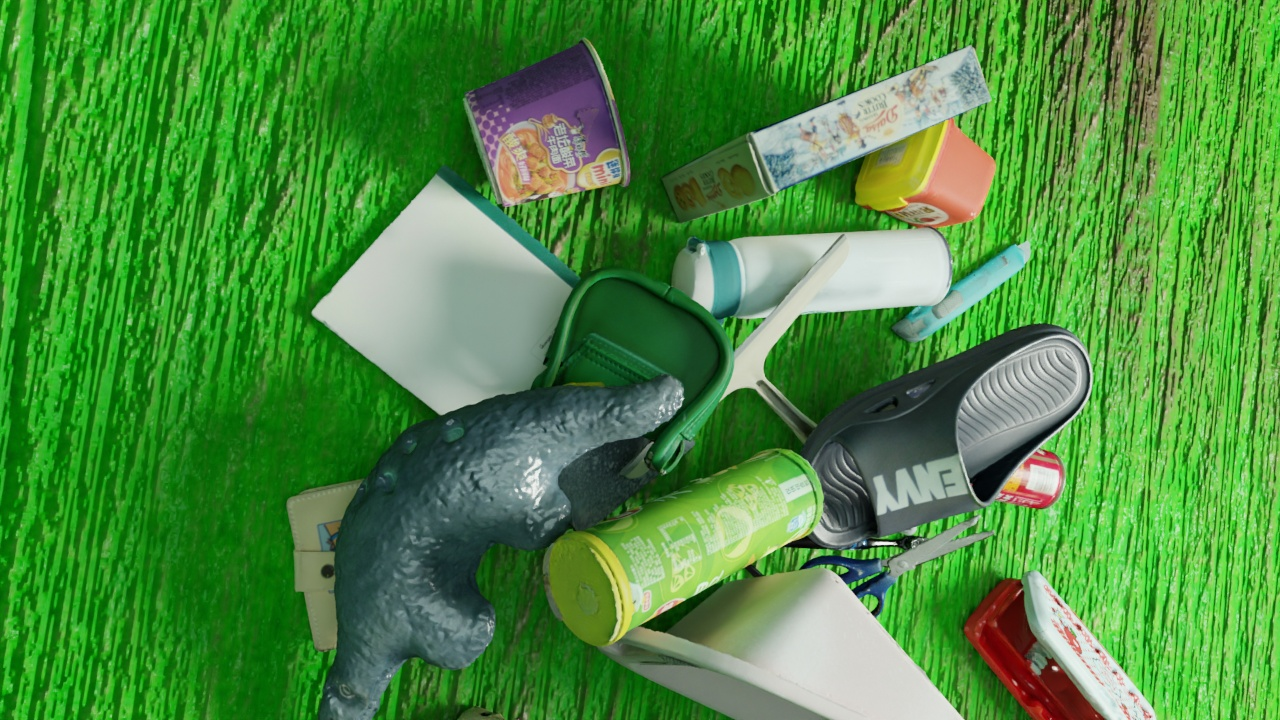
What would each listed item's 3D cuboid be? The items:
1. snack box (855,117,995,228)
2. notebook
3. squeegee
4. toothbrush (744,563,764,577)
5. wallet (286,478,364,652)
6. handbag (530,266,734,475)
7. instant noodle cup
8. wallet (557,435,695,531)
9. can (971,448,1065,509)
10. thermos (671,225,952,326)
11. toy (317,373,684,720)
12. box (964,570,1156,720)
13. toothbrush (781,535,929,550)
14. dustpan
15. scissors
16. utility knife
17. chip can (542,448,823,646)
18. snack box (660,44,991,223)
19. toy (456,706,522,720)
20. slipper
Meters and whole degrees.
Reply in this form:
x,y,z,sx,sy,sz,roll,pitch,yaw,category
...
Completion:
x,y,z,sx,sy,sz,roll,pitch,yaw,category
0.238,-0.154,0.762,0.080,0.091,0.082,23,83,-21,snack box
-0.114,-0.025,0.689,0.209,0.012,0.150,40,79,-7,notebook
0.146,0.065,0.750,0.246,0.039,0.246,42,92,-23,squeegee
0.125,0.205,0.758,0.189,0.016,0.014,43,104,-13,toothbrush
-0.206,0.145,0.663,0.087,0.024,0.115,-10,93,-21,wallet
-0.004,0.004,0.655,0.131,0.068,0.120,27,86,8,handbag
-0.070,-0.165,0.668,0.099,0.111,0.111,-20,94,-7,instant noodle cup
-0.030,0.063,0.717,0.120,0.019,0.097,-37,97,-12,wallet
0.293,0.091,0.789,0.132,0.053,0.053,13,85,-15,can
0.136,-0.067,0.743,0.224,0.073,0.073,-5,90,-16,thermos
-0.128,0.116,0.616,0.138,0.091,0.356,40,94,4,toy
0.383,0.278,0.791,0.094,0.092,0.201,-43,99,-14,box
0.167,0.153,0.772,0.189,0.016,0.014,5,86,-15,toothbrush
0.099,0.255,0.653,0.138,0.223,0.273,-37,86,-26,dustpan
0.205,0.169,0.723,0.128,0.173,0.012,68,30,-27,scissors
0.289,-0.062,0.812,0.161,0.013,0.029,-33,99,-14,utility knife
0.040,0.119,0.627,0.220,0.073,0.072,-15,93,-43,chip can
0.127,-0.161,0.682,0.182,0.178,0.046,-25,99,-14,snack box
-0.158,0.291,0.646,0.157,0.105,0.066,-8,47,-28,toy
0.240,0.057,0.701,0.268,0.083,0.111,-28,103,-4,slipper
